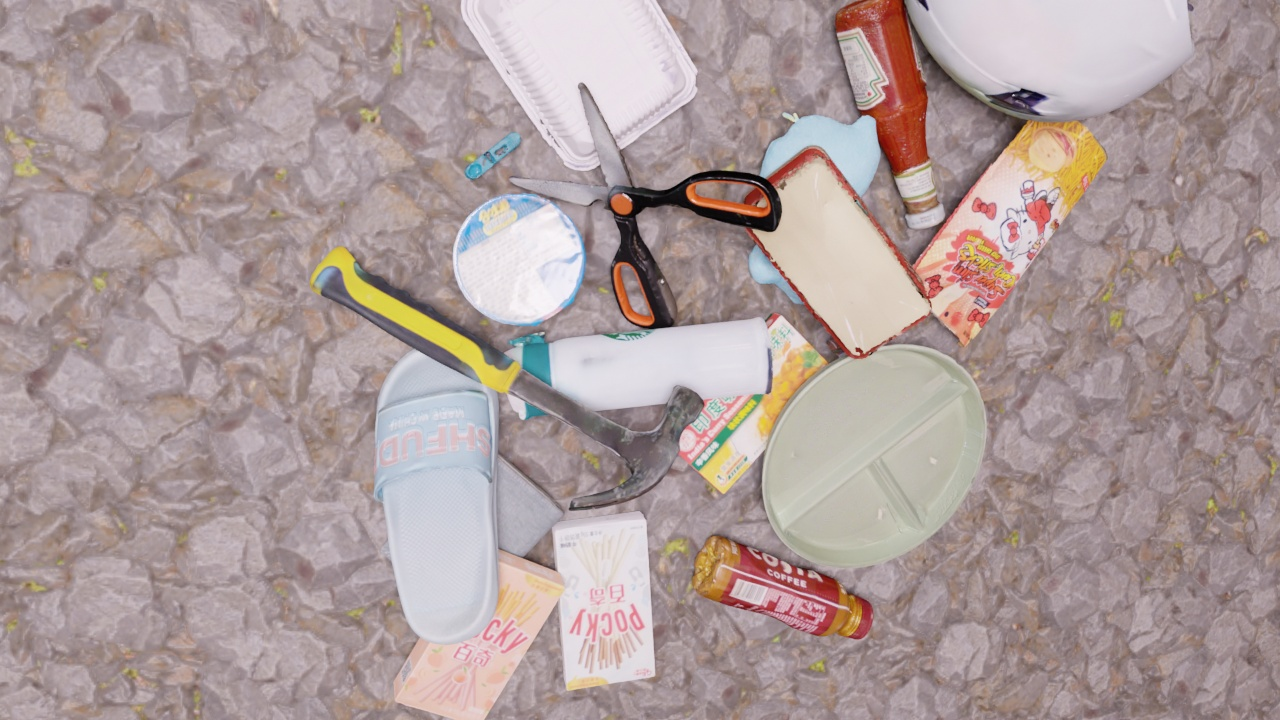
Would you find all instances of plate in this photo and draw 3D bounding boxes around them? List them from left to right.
[{"bbox_3d":[0.216,0.090,0.855,0.230,0.027,0.230,-6,112,-15],"label":"plate"}]

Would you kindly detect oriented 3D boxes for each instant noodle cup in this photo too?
[{"bbox_3d":[-0.100,-0.082,0.732,0.099,0.110,0.099,-2,99,-12],"label":"instant noodle cup"},{"bbox_3d":[-0.044,-0.249,0.725,0.138,0.060,0.173,-34,110,4],"label":"instant noodle cup"}]

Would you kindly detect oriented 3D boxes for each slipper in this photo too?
[{"bbox_3d":[-0.166,0.103,0.737,0.104,0.074,0.245,-8,79,4],"label":"slipper"}]

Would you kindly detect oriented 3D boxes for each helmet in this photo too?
[{"bbox_3d":[0.308,-0.289,0.746,0.258,0.228,0.146,43,119,13],"label":"helmet"}]

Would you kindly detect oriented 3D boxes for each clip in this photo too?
[{"bbox_3d":[-0.122,-0.169,0.759,0.057,0.046,0.014,-38,104,-5],"label":"clip"}]

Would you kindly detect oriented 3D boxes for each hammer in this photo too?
[{"bbox_3d":[-0.119,0.007,0.722,0.323,0.032,0.126,29,70,6],"label":"hammer"}]

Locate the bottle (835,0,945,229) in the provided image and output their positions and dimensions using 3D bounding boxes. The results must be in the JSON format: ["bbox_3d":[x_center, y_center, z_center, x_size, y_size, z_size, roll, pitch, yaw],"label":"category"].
[{"bbox_3d":[0.227,-0.216,0.810,0.059,0.060,0.206,-25,109,-8],"label":"bottle"}]

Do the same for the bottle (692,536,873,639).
[{"bbox_3d":[0.137,0.219,0.863,0.175,0.057,0.057,23,94,-15],"label":"bottle"}]

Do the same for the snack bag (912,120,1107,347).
[{"bbox_3d":[0.331,-0.123,0.842,0.128,0.073,0.208,35,92,-38],"label":"snack bag"}]

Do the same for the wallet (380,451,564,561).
[{"bbox_3d":[-0.147,0.147,0.799,0.129,0.037,0.106,-46,107,0],"label":"wallet"}]

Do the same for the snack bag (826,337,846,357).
[{"bbox_3d":[0.219,0.011,0.862,0.048,0.026,0.104,-37,105,-9],"label":"snack bag"}]

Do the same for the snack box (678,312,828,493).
[{"bbox_3d":[0.098,0.039,0.840,0.077,0.027,0.155,43,88,-14],"label":"snack box"}]

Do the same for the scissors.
[{"bbox_3d":[0.001,-0.117,0.746,0.230,0.021,0.221,11,132,15],"label":"scissors"}]

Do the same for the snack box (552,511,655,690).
[{"bbox_3d":[-0.033,0.220,0.842,0.084,0.027,0.157,-6,100,-12],"label":"snack box"}]

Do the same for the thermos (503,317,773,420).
[{"bbox_3d":[-0.005,0.005,0.780,0.224,0.073,0.073,-6,101,-3],"label":"thermos"}]

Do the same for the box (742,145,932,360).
[{"bbox_3d":[0.164,-0.088,0.763,0.091,0.077,0.168,-36,106,20],"label":"box"}]

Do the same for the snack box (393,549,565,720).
[{"bbox_3d":[-0.141,0.240,0.799,0.084,0.026,0.157,27,101,-23],"label":"snack box"}]

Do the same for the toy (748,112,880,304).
[{"bbox_3d":[0.152,-0.140,0.810,0.161,0.049,0.156,-35,110,7],"label":"toy"}]
